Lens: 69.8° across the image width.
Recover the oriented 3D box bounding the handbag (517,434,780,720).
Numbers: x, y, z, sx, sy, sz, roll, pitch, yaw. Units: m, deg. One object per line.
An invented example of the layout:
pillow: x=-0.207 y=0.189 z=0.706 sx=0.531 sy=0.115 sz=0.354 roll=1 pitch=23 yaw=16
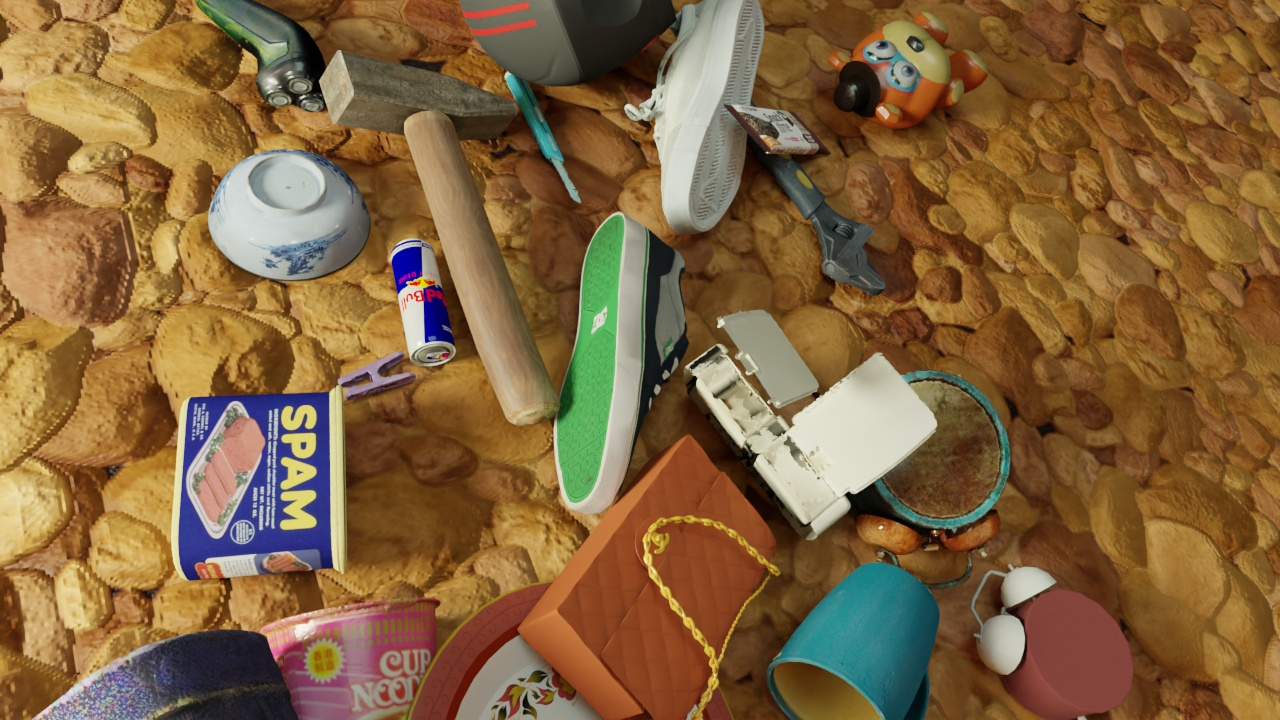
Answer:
handbag: x=0.021 y=0.138 z=0.569 sx=0.109 sy=0.060 sz=0.171 roll=49 pitch=42 yaw=-6

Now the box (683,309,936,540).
box: x=0.112 y=0.026 z=0.596 sx=0.106 sy=0.193 sz=0.143 roll=-37 pitch=80 yaw=-5

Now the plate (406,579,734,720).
plate: x=-0.030 y=0.238 z=0.515 sx=0.229 sy=0.021 sz=0.229 roll=22 pitch=49 yaw=-28

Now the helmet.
helmet: x=-0.068 y=-0.322 z=0.776 sx=0.170 sy=0.164 sz=0.264 roll=-18 pitch=30 yaw=7

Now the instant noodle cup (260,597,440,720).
instant noodle cup: x=-0.151 y=0.193 z=0.497 sx=0.097 sy=0.098 sz=0.108 roll=-5 pitch=69 yaw=-20

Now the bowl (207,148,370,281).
bowl: x=-0.257 y=-0.117 z=0.674 sx=0.114 sy=0.045 sz=0.114 roll=8 pitch=58 yaw=-13

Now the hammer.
hammer: x=-0.122 y=-0.089 z=0.682 sx=0.157 sy=0.037 sz=0.300 roll=-2 pitch=64 yaw=-46

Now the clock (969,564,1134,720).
clock: x=0.290 y=0.202 z=0.650 sx=0.124 sy=0.044 sz=0.086 roll=39 pitch=57 yaw=8

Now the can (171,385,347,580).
can: x=-0.229 y=0.075 z=0.562 sx=0.092 sy=0.057 sz=0.116 roll=-2 pitch=61 yaw=-17

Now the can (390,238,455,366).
can: x=-0.159 y=-0.044 z=0.668 sx=0.032 sy=0.032 sz=0.095 roll=-7 pitch=62 yaw=-21

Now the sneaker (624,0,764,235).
sneaker: x=0.042 y=-0.217 z=0.812 sx=0.091 sy=0.089 sz=0.241 roll=3 pitch=68 yaw=28

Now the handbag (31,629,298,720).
handbag: x=-0.196 y=0.243 z=0.389 sx=0.222 sy=0.125 sz=0.204 roll=-31 pitch=72 yaw=-3

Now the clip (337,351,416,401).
clip: x=-0.183 y=0.013 z=0.639 sx=0.051 sy=0.013 sz=0.035 roll=-26 pitch=69 yaw=-26

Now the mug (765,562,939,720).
mug: x=0.151 y=0.199 z=0.597 sx=0.104 sy=0.085 sz=0.112 roll=-42 pitch=107 yaw=-38

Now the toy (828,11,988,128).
toy: x=0.259 y=-0.283 z=0.911 sx=0.175 sy=0.096 sz=0.112 roll=-33 pitch=74 yaw=-19

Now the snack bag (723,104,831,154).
snack bag: x=0.127 y=-0.207 z=0.824 sx=0.057 sy=0.013 sz=0.157 roll=51 pitch=31 yaw=13

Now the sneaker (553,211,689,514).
sneaker: x=-0.004 y=0.004 z=0.664 sx=0.079 sy=0.084 sz=0.234 roll=24 pitch=56 yaw=-27

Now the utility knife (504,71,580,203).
utility knife: x=-0.082 y=-0.193 z=0.793 sx=0.022 sy=0.015 sz=0.151 roll=-4 pitch=60 yaw=-48

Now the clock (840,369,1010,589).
clock: x=0.205 y=0.088 z=0.678 sx=0.121 sy=0.073 sz=0.157 roll=0 pitch=76 yaw=-11

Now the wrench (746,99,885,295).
wrench: x=0.138 y=-0.167 z=0.839 sx=0.073 sy=0.022 sz=0.273 roll=-22 pitch=69 yaw=-33

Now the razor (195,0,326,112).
razor: x=-0.312 y=-0.257 z=0.744 sx=0.151 sy=0.054 sz=0.067 roll=37 pitch=73 yaw=14
